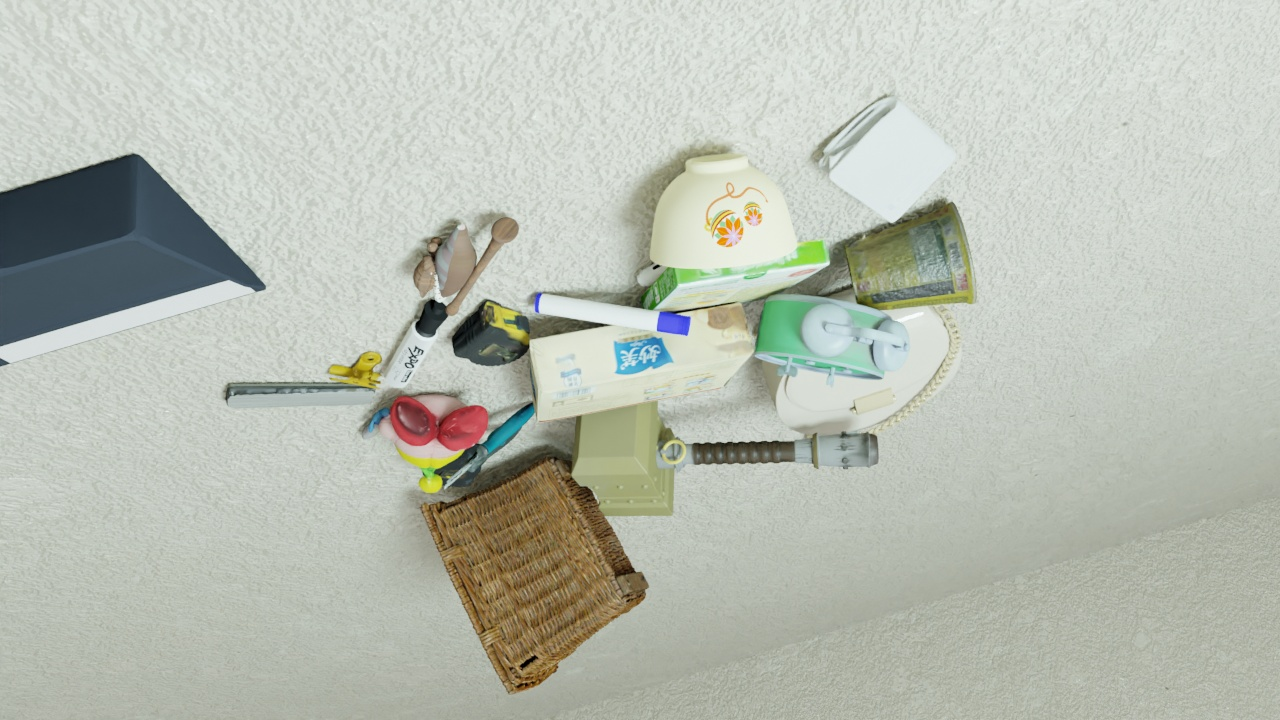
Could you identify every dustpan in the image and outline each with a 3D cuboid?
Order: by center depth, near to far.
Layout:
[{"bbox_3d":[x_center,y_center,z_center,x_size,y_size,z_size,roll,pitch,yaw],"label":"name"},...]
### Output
[{"bbox_3d":[-0.427,-0.055,0.614,0.236,0.080,0.273,-16,152,1],"label":"dustpan"}]

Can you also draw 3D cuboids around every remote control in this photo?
[{"bbox_3d":[-0.329,0.033,0.891,0.136,0.013,0.033,-1,150,-28],"label":"remote control"}]

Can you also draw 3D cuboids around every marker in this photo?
[{"bbox_3d":[0.054,-0.101,0.829,0.134,0.020,0.017,-26,146,22],"label":"marker"},{"bbox_3d":[-0.025,-0.042,0.835,0.141,0.020,0.020,9,153,8],"label":"marker"},{"bbox_3d":[-0.207,-0.016,0.850,0.025,0.025,0.126,5,146,-33],"label":"marker"}]

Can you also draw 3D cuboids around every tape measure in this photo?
[{"bbox_3d":[-0.137,-0.019,0.863,0.062,0.038,0.067,15,139,-44],"label":"tape measure"},{"bbox_3d":[-0.219,0.118,1.068,0.072,0.042,0.072,8,147,-32],"label":"tape measure"}]

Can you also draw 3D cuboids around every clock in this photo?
[{"bbox_3d":[0.178,-0.016,0.845,0.121,0.075,0.162,12,177,-20],"label":"clock"}]

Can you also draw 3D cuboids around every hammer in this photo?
[{"bbox_3d":[0.102,0.105,1.043,0.325,0.100,0.190,-3,154,12],"label":"hammer"}]

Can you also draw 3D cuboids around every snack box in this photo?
[{"bbox_3d":[0.077,-0.071,0.822,0.132,0.027,0.168,-9,176,-10],"label":"snack box"},{"bbox_3d":[-0.005,0.005,0.915,0.207,0.055,0.153,-10,167,-9],"label":"snack box"}]

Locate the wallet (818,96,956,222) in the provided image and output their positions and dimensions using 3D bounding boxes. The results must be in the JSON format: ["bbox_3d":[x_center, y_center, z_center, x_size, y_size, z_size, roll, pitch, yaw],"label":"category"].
[{"bbox_3d":[0.208,-0.170,0.771,0.086,0.032,0.116,-42,141,22],"label":"wallet"}]

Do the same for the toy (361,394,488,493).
[{"bbox_3d":[-0.228,0.087,0.963,0.124,0.096,0.132,2,167,-18],"label":"toy"}]

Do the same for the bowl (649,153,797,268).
[{"bbox_3d":[0.063,-0.123,0.725,0.118,0.118,0.074,-10,109,-10],"label":"bowl"}]

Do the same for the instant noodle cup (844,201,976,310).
[{"bbox_3d":[0.256,-0.090,0.879,0.108,0.102,0.102,-12,153,13],"label":"instant noodle cup"}]

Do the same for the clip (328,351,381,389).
[{"bbox_3d":[-0.264,0.016,0.874,0.053,0.035,0.046,17,146,-42],"label":"clip"}]

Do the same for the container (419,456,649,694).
[{"bbox_3d":[-0.117,0.248,1.134,0.183,0.250,0.162,-31,165,6],"label":"container"}]

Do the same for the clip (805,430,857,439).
[{"bbox_3d":[0.236,0.081,1.237,0.108,0.028,0.163,-19,151,11],"label":"clip"}]

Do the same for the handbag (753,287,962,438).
[{"bbox_3d":[0.243,-0.005,1.028,0.211,0.103,0.209,-19,144,6],"label":"handbag"}]

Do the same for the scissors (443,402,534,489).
[{"bbox_3d":[-0.159,0.089,1.000,0.149,0.019,0.122,-45,177,-9],"label":"scissors"}]

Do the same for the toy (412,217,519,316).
[{"bbox_3d":[-0.146,-0.082,0.741,0.055,0.041,0.102,36,123,-8],"label":"toy"}]
